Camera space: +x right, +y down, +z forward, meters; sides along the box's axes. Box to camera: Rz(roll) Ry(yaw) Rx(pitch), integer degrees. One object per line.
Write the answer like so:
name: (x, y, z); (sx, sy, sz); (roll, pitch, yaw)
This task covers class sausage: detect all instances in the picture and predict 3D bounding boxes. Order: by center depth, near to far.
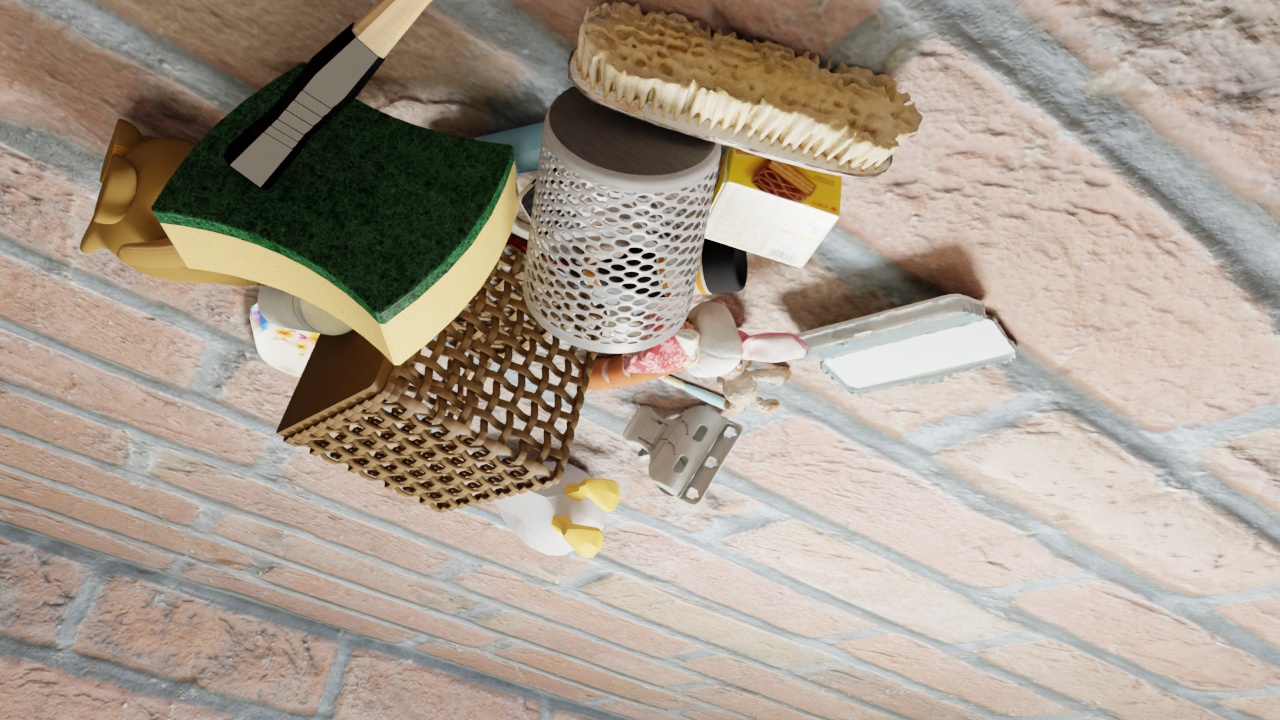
sausage: (-0.007, 0.007, 1.116); (0.165, 0.039, 0.044); (-14, 137, 35)

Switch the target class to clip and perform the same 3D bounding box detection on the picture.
clip: (0.049, 0.113, 1.205); (0.144, 0.124, 0.074); (22, 157, 37)

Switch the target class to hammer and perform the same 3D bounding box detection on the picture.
hammer: (-0.186, -0.241, 0.662); (0.329, 0.039, 0.131); (-36, 125, 21)

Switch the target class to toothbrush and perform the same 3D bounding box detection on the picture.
toothbrush: (0.068, 0.039, 1.167); (0.155, 0.016, 0.022); (23, 109, -17)

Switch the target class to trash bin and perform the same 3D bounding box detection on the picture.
trash bin: (-0.018, -0.125, 0.786); (0.156, 0.156, 0.184); (12, 137, -1)

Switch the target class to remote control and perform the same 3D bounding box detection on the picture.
remote control: (-0.082, -0.137, 0.874); (0.008, 0.045, 0.147); (42, 173, 16)

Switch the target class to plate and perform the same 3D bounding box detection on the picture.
plate: (-0.422, -0.018, 1.230); (0.187, 0.016, 0.187); (16, 148, -7)

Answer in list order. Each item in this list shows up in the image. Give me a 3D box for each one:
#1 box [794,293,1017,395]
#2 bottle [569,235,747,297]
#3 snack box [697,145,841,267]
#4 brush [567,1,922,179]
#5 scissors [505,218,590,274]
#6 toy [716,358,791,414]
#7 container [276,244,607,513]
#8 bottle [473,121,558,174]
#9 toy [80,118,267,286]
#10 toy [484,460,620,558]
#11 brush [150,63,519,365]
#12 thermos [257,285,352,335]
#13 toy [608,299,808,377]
box: (0.277, -0.017, 0.989); (0.210, 0.061, 0.192); (-16, 158, 38)
bottle: (0.014, -0.093, 0.932); (0.182, 0.059, 0.059); (-3, 146, 21)
snack box: (0.115, -0.142, 0.821); (0.105, 0.061, 0.084); (16, 149, -8)
brush: (0.079, -0.206, 0.709); (0.271, 0.083, 0.057); (15, 148, -6)
scissors: (-0.147, -0.135, 0.960); (0.188, 0.015, 0.146); (6, 149, 11)
toy: (0.114, 0.017, 1.082); (0.085, 0.074, 0.106); (-3, 144, 45)
container: (-0.216, 0.011, 1.004); (0.214, 0.219, 0.252); (32, 147, -30)
bottle: (-0.134, -0.188, 0.845); (0.130, 0.040, 0.040); (-5, 145, 25)
toy: (-0.425, -0.146, 0.917); (0.203, 0.198, 0.163); (16, 122, -35)
toy: (-0.139, 0.231, 1.436); (0.246, 0.140, 0.268); (30, 161, -26)
brush: (-0.247, -0.130, 0.777); (0.250, 0.194, 0.075); (24, 150, 12)
thermos: (-0.367, -0.064, 1.013); (0.068, 0.067, 0.230); (32, 166, -31)
toy: (0.056, -0.023, 0.952); (0.194, 0.084, 0.159); (6, -175, -21)
